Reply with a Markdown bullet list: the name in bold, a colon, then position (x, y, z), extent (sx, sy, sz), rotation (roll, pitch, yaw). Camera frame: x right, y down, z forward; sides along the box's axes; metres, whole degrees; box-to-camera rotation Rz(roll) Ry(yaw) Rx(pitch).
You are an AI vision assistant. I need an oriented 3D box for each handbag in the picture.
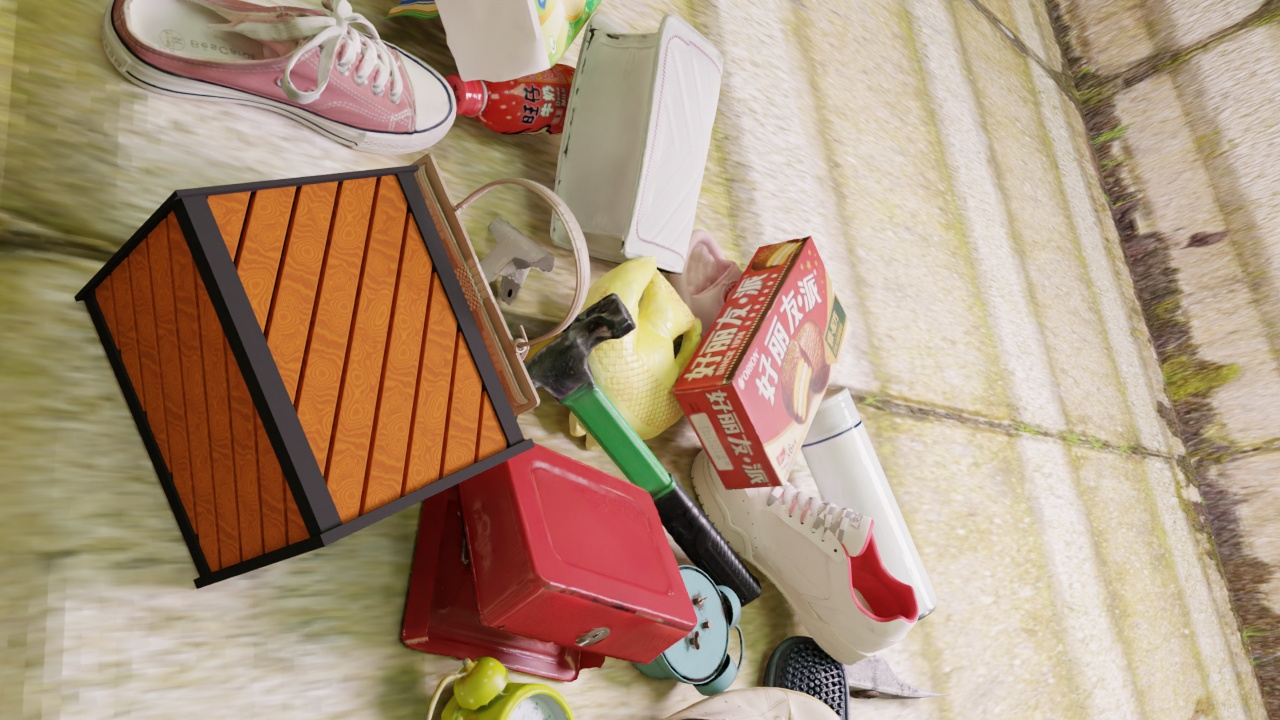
- **handbag**: position (0.001, -0.180, 0.784), extent (0.141, 0.096, 0.198), rotation (7, 94, -62)
- **handbag**: position (-0.108, -0.044, 0.566), extent (0.062, 0.198, 0.175), rotation (-24, 91, -51)

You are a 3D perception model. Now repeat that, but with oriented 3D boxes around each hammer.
- **hammer**: position (0.246, 0.207, 0.980), extent (0.217, 0.037, 0.300), rotation (25, 54, -39)
- **hammer**: position (0.010, 0.098, 0.724), extent (0.319, 0.130, 0.032), rotation (53, 6, -31)

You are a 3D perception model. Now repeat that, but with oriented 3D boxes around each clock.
- **clock**: position (-0.091, 0.235, 0.568), extent (0.119, 0.057, 0.083), rotation (44, 47, -35)
- **clock**: position (0.038, 0.214, 0.728), extent (0.124, 0.053, 0.089), rotation (35, 50, -33)

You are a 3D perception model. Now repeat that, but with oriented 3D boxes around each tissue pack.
- **tissue pack**: position (-0.120, -0.307, 0.729), extent (0.197, 0.141, 0.120), rotation (-67, 152, -53)

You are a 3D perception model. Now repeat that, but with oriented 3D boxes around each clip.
- **clip**: position (-0.105, -0.076, 0.702), extent (0.043, 0.102, 0.054), rotation (30, 96, -36)

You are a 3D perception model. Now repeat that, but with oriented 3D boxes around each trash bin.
- **trash bin**: position (-0.183, 0.007, 0.506), extent (0.139, 0.140, 0.172), rotation (-23, 90, -51)

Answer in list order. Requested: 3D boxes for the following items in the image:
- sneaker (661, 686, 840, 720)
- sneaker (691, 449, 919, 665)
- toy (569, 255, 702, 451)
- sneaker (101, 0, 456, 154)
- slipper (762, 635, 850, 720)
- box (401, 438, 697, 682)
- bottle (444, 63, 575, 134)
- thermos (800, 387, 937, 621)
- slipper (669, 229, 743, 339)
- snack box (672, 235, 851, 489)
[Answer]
- **sneaker**: position (0.055, 0.273, 0.632), extent (0.241, 0.103, 0.088), rotation (-4, 61, -28)
- **sneaker**: position (0.154, 0.152, 0.813), extent (0.236, 0.105, 0.090), rotation (51, 39, 7)
- **toy**: position (-0.004, 0.004, 0.748), extent (0.154, 0.065, 0.170), rotation (-59, 141, -16)
- **sneaker**: position (-0.215, -0.203, 0.608), extent (0.240, 0.088, 0.118), rotation (0, 73, -47)
- **slipper**: position (0.142, 0.341, 0.739), extent (0.101, 0.083, 0.262), rotation (19, 49, -7)
- **box**: position (-0.053, 0.129, 0.612), extent (0.157, 0.127, 0.136), rotation (26, 50, -39)
- **bottle**: position (-0.104, -0.218, 0.761), extent (0.137, 0.062, 0.062), rotation (-17, 86, -50)
- **thermos**: position (0.215, 0.141, 0.892), extent (0.067, 0.068, 0.230), rotation (-23, 91, -51)
- **slipper**: position (0.094, -0.024, 0.900), extent (0.106, 0.056, 0.221), rotation (-41, 107, -47)
- **snack box**: position (0.117, -0.004, 0.823), extent (0.113, 0.060, 0.235), rotation (61, 39, -24)
